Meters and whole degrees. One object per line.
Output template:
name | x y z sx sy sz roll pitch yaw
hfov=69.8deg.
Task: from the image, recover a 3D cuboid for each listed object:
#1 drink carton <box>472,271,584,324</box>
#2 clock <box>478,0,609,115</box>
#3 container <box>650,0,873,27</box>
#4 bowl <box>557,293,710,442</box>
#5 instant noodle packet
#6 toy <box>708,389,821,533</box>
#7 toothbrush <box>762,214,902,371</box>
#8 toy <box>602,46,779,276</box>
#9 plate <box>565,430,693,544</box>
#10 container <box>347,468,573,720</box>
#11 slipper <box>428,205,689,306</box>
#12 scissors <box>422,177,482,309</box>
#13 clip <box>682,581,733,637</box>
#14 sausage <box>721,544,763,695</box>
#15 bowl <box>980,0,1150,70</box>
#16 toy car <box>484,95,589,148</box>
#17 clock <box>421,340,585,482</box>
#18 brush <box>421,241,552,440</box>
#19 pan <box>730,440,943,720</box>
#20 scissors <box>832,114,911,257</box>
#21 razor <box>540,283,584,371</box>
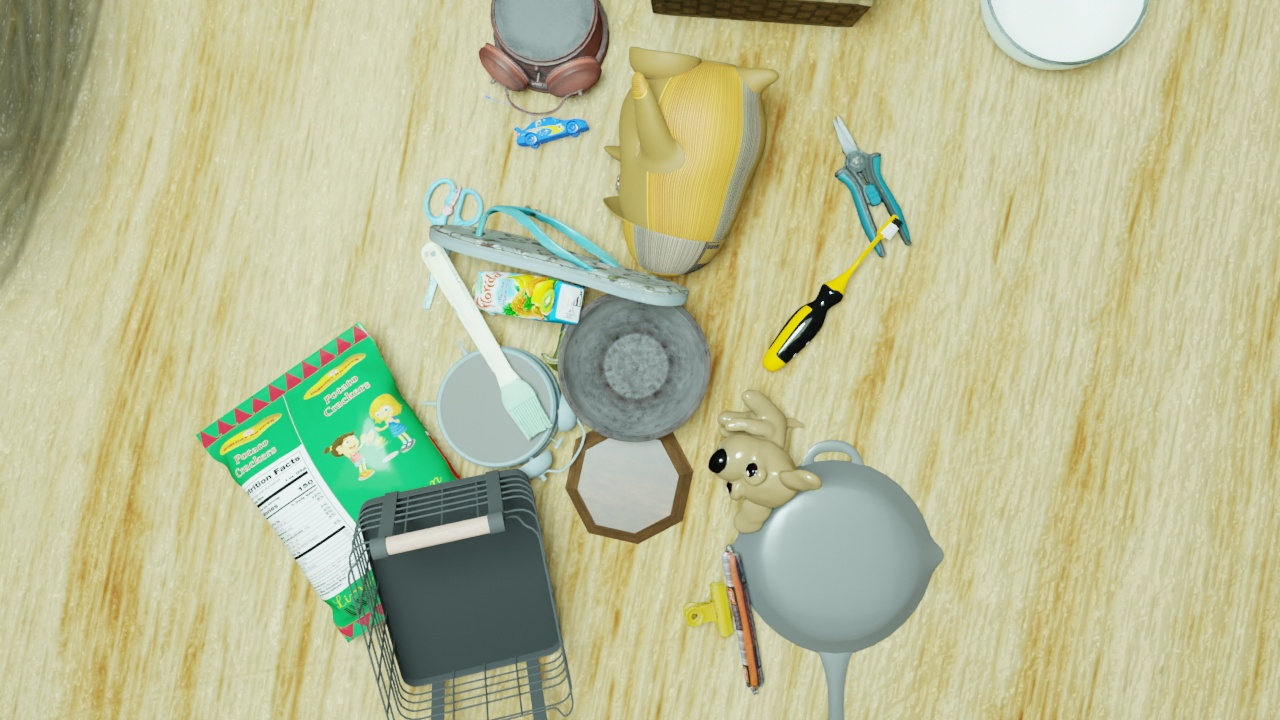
drink carton | -0.112 -0.061 0.891 0.129 0.038 0.044 11 90 40
clock | -0.093 -0.317 0.905 0.120 0.072 0.157 8 89 2
container | 0.117 -0.427 0.862 0.250 0.157 0.186 5 100 2
bowl | -0.005 0.005 0.902 0.145 0.067 0.145 0 89 2
instant noodle packet | -0.280 0.121 0.898 0.195 0.090 0.252 -34 94 1
toy | 0.115 0.091 0.884 0.105 0.134 0.108 17 54 -18
toothbrush | 0.189 -0.066 0.910 0.197 0.031 0.031 -50 46 5
toy | 0.036 -0.183 0.873 0.163 0.198 0.203 20 111 29
plate | -0.012 0.120 0.922 0.131 0.025 0.131 0 90 2
container | -0.159 0.229 0.832 0.162 0.130 0.241 -11 109 -8
slipper | -0.075 -0.108 0.869 0.269 0.098 0.055 18 105 19
scissors | -0.200 -0.116 0.941 0.063 0.015 0.138 13 96 -2
clip | 0.067 0.252 0.914 0.047 0.039 0.053 -9 91 -6
sausage | 0.103 0.259 0.915 0.020 0.020 0.155 -11 94 2
bowl | 0.401 -0.351 0.888 0.153 0.073 0.153 0 90 3
toy car | -0.104 -0.248 0.922 0.092 0.033 0.062 -15 96 2
clock | -0.130 0.053 0.917 0.159 0.045 0.122 31 91 4
brush | -0.153 -0.022 0.891 0.033 0.012 0.217 -31 87 2
pan | 0.195 0.259 0.914 0.216 0.024 0.354 -1 90 2
scissors | 0.233 -0.176 0.918 0.137 0.019 0.129 22 96 7
razor | -0.072 -0.043 0.924 0.026 0.042 0.105 14 80 10
